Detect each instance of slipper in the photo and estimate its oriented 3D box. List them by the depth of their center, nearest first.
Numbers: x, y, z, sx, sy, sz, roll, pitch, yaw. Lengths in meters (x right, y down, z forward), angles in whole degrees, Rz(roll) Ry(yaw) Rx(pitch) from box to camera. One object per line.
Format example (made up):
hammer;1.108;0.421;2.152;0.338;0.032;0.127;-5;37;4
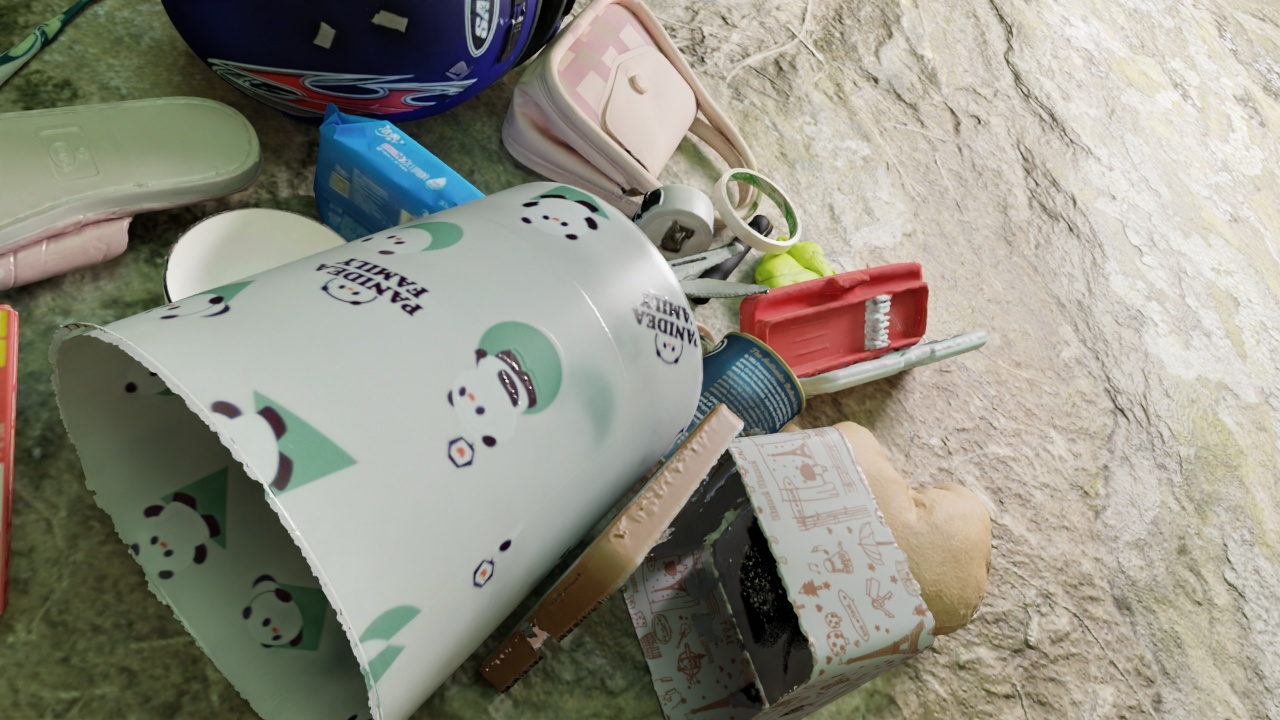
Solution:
slipper;-0.374;-0.102;0.572;0.273;0.055;0.114;-27;70;-34

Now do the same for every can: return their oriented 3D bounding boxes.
can;0.047;0.043;0.622;0.111;0.075;0.075;-42;78;-19

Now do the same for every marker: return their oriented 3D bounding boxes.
marker;0.080;-0.089;0.796;0.022;0.020;0.131;34;47;9

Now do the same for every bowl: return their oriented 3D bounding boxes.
bowl;-0.234;-0.032;0.575;0.116;0.066;0.116;12;52;-17

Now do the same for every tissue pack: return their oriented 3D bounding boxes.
tissue pack;-0.165;-0.106;0.645;0.157;0.095;0.052;37;47;7

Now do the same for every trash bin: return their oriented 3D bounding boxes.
trash bin;-0.113;0.032;0.476;0.229;0.230;0.251;44;48;11

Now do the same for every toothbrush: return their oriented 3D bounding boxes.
toothbrush;-0.439;-0.237;0.667;0.016;0.018;0.191;22;49;-9

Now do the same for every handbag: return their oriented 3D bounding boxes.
handbag;0.010;-0.204;0.821;0.234;0.094;0.192;37;47;-10

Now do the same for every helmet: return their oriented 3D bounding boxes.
helmet;-0.185;-0.290;0.664;0.315;0.248;0.240;-1;38;-13

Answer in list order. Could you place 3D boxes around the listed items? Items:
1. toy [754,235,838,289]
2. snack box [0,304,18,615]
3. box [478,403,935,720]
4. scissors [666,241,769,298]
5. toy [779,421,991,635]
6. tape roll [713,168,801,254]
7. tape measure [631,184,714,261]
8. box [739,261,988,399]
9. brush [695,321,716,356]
toy;0.135;-0.071;0.800;0.100;0.031;0.096;-11;60;-36
snack box;-0.344;0.048;0.436;0.075;0.025;0.153;2;88;-29
box;0.014;0.126;0.494;0.184;0.183;0.154;-7;58;-29
scissors;-0.019;-0.060;0.694;0.226;0.015;0.188;21;45;15
toy;0.141;0.102;0.646;0.226;0.083;0.143;31;42;6
tape roll;0.102;-0.130;0.794;0.085;0.014;0.085;19;49;-24
tape measure;0.028;-0.112;0.757;0.065;0.066;0.033;15;52;-14
box;0.186;-0.021;0.737;0.201;0.102;0.095;-14;106;-33
brush;-0.004;0.004;0.662;0.145;0.063;0.073;-17;34;-35
